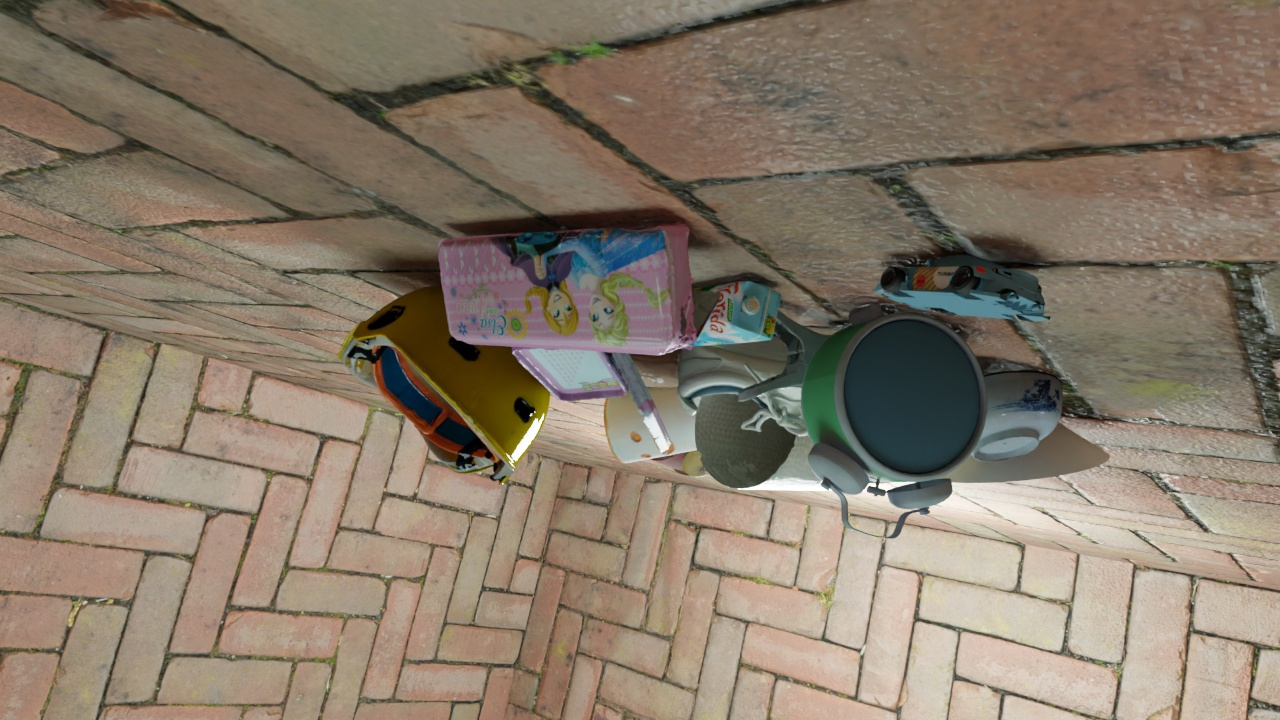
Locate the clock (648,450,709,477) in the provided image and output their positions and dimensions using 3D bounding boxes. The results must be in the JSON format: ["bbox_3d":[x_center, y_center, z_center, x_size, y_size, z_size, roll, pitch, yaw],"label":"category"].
[{"bbox_3d":[0.056,0.079,1.100,0.081,0.117,0.159,26,179,-40],"label":"clock"}]

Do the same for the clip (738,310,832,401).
[{"bbox_3d":[0.151,-0.006,0.730,0.162,0.090,0.027,2,174,-23],"label":"clip"}]

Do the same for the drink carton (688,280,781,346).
[{"bbox_3d":[0.057,-0.035,0.708,0.038,0.044,0.129,18,170,-27],"label":"drink carton"}]

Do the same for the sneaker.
[{"bbox_3d":[0.149,0.031,0.818,0.242,0.090,0.089,11,169,7],"label":"sneaker"}]

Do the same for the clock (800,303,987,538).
[{"bbox_3d":[0.179,0.048,0.670,0.122,0.161,0.075,16,169,-13],"label":"clock"}]

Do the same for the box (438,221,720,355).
[{"bbox_3d":[-0.042,-0.056,0.669,0.231,0.085,0.090,3,-166,41],"label":"box"}]

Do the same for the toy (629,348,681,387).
[{"bbox_3d":[-0.006,0.006,0.993,0.265,0.065,0.196,1,175,24],"label":"toy"}]

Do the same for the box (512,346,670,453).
[{"bbox_3d":[-0.029,0.020,0.813,0.140,0.062,0.214,29,171,12],"label":"box"}]

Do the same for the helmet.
[{"bbox_3d":[-0.168,0.007,0.906,0.209,0.139,0.240,49,155,-20],"label":"helmet"}]

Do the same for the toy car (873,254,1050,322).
[{"bbox_3d":[0.187,-0.045,0.537,0.060,0.027,0.108,18,178,-25],"label":"toy car"}]

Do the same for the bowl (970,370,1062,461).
[{"bbox_3d":[0.297,0.054,0.764,0.114,0.045,0.114,-4,152,-2],"label":"bowl"}]

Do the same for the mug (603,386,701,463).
[{"bbox_3d":[0.022,0.067,1.026,0.105,0.082,0.082,-12,162,19],"label":"mug"}]

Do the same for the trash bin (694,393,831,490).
[{"bbox_3d":[0.160,0.078,0.976,0.161,0.133,0.133,15,171,-43],"label":"trash bin"}]

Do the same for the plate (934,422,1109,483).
[{"bbox_3d":[0.354,0.081,0.887,0.174,0.036,0.174,-9,-178,0],"label":"plate"}]
